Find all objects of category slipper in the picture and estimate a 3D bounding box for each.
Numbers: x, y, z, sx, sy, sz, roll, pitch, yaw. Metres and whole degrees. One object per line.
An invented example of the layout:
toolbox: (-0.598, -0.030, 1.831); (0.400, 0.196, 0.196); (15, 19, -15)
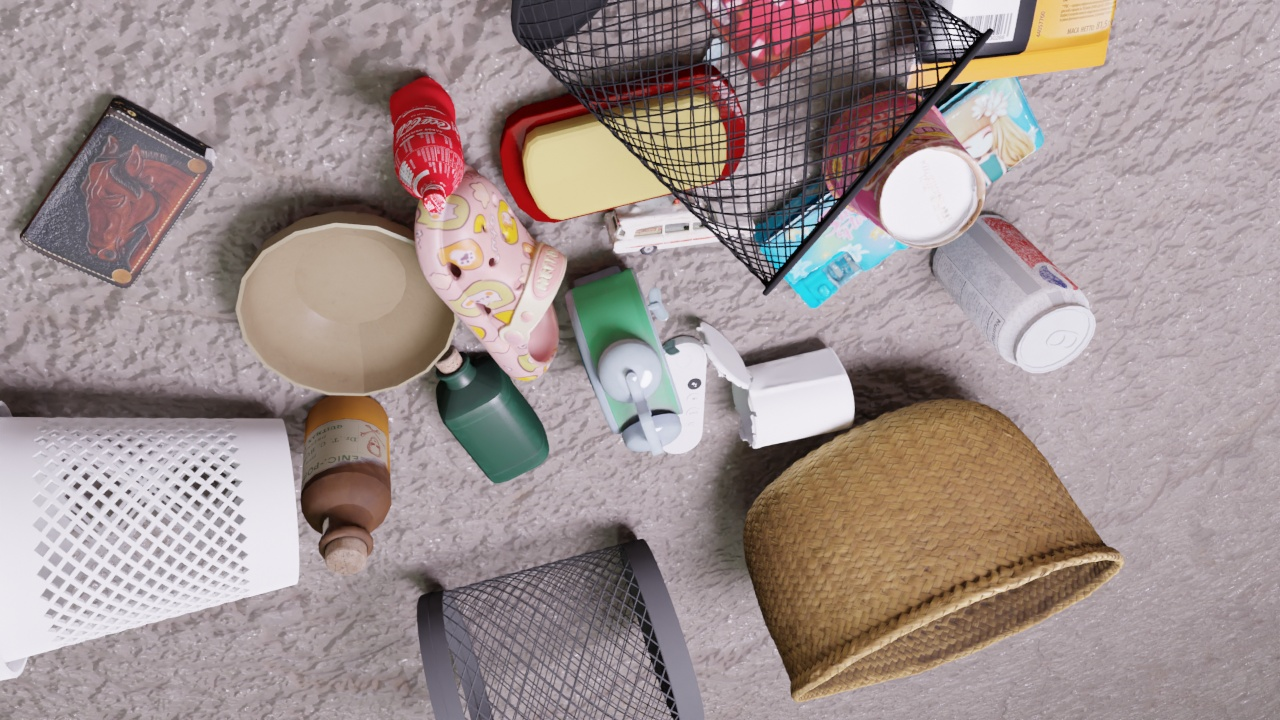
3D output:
slipper: (-0.089, -0.062, 0.668); (0.082, 0.093, 0.197); (-2, 144, 19)

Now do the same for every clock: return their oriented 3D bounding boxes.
clock: (-0.004, 0.004, 0.708); (0.075, 0.161, 0.122); (-19, 132, 0)

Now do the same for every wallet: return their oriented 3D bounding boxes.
wallet: (-0.344, -0.108, 0.607); (0.123, 0.019, 0.072); (-44, 132, 20)

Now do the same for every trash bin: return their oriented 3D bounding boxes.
trash bin: (-0.372, 0.119, 0.692); (0.199, 0.195, 0.196); (-5, 130, -26)
trash bin: (0.051, -0.175, 0.523); (0.210, 0.183, 0.184); (40, 114, 3)
trash bin: (-0.076, 0.302, 0.907); (0.227, 0.217, 0.218); (-17, 132, -8)

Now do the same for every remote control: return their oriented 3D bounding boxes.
remote control: (0.037, 0.034, 0.845); (0.043, 0.013, 0.137); (-9, 131, -10)

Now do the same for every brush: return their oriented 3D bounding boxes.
brush: (-0.012, -0.148, 0.643); (0.173, 0.041, 0.082); (-13, 127, 3)

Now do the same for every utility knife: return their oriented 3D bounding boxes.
utility knife: (0.027, -0.176, 0.667); (0.022, 0.015, 0.126); (19, 118, -21)

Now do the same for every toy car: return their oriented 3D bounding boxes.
toy car: (0.031, -0.109, 0.704); (0.113, 0.039, 0.039); (-9, 142, -9)

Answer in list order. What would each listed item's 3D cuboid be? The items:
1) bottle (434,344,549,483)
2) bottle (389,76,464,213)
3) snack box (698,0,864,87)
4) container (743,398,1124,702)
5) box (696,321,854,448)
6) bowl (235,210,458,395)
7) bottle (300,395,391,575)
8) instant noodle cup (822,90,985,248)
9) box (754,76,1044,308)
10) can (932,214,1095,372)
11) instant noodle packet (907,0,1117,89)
bottle: (-0.131, 0.038, 0.764); (0.061, 0.061, 0.131); (-26, 131, 3)
bottle: (-0.132, -0.132, 0.568); (0.042, 0.141, 0.042); (-9, 131, -10)
snack box: (0.108, -0.260, 0.614); (0.133, 0.021, 0.089); (-38, 129, 15)
container: (0.256, 0.175, 0.871); (0.306, 0.196, 0.307); (-17, 152, -10)
box: (0.119, 0.014, 0.812); (0.140, 0.083, 0.142); (-13, 137, -4)
bowl: (-0.213, -0.047, 0.676); (0.152, 0.050, 0.153); (-8, 131, -10)
bottle: (-0.231, 0.099, 0.722); (0.067, 0.156, 0.068); (-9, 131, -10)
instant noodle cup: (0.188, -0.130, 0.645); (0.097, 0.108, 0.098); (-1, 117, -2)
box: (0.204, -0.138, 0.732); (0.227, 0.041, 0.094); (-37, 128, 15)
can: (0.309, -0.058, 0.767); (0.078, 0.136, 0.078); (-8, 131, -10)
instant noodle packet: (0.264, -0.299, 0.608); (0.159, 0.032, 0.221); (-10, 123, -11)
